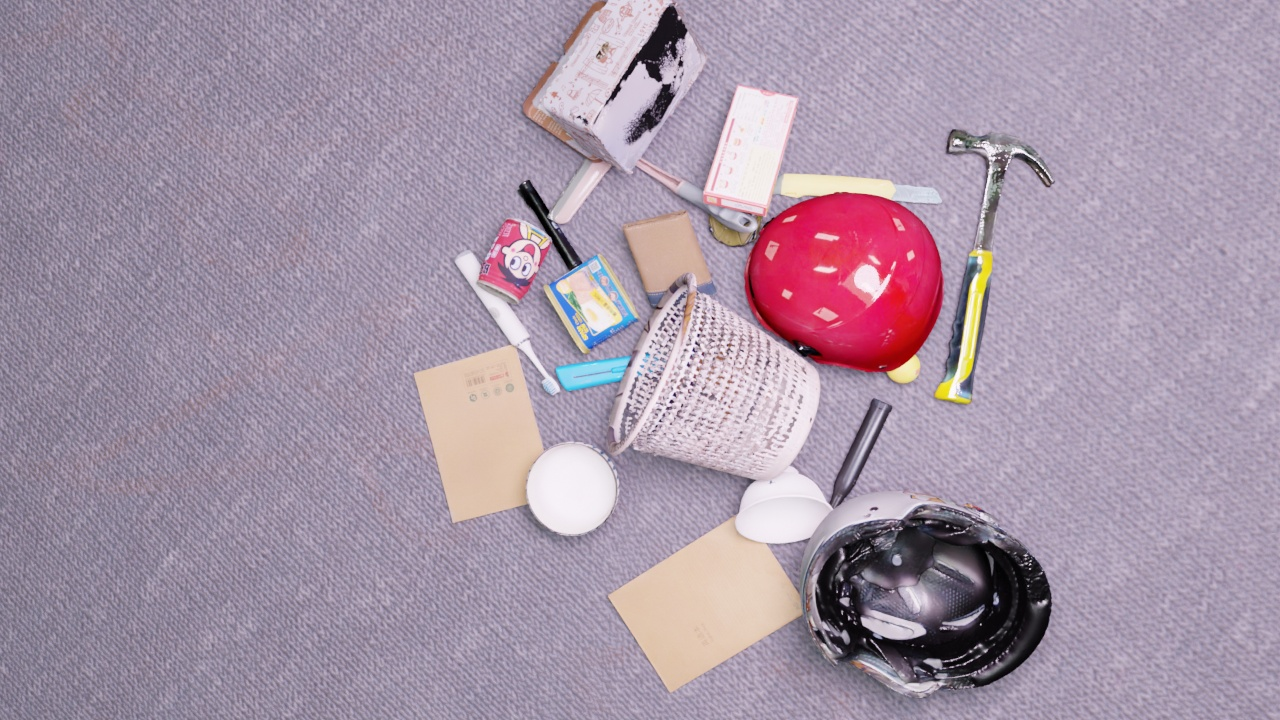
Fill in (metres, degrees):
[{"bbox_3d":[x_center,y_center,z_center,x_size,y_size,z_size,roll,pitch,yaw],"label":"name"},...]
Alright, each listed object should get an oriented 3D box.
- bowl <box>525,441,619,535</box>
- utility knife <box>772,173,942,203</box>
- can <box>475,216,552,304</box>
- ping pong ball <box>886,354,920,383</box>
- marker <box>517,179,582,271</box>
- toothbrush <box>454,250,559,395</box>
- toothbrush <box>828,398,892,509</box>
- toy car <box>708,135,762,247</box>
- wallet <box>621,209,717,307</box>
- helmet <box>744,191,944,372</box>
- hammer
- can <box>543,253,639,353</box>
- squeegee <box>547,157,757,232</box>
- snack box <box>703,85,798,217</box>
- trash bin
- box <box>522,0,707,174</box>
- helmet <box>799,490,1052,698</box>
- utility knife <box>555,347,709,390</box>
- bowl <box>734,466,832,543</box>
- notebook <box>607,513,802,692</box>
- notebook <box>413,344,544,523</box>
[{"bbox_3d":[-0.081,0.159,1.162,0.116,0.066,0.116,0,91,8],"label":"bowl"},{"bbox_3d":[0.263,-0.210,1.125,0.207,0.021,0.031,7,95,16],"label":"utility knife"},{"bbox_3d":[-0.161,-0.125,1.162,0.066,0.066,0.093,24,82,8],"label":"can"},{"bbox_3d":[0.317,0.007,1.108,0.040,0.040,0.040,0,91,9],"label":"ping pong ball"},{"bbox_3d":[-0.118,-0.174,1.187,0.022,0.020,0.132,-34,85,22],"label":"marker"},{"bbox_3d":[-0.171,-0.048,1.194,0.221,0.026,0.027,55,140,4],"label":"toothbrush"},{"bbox_3d":[0.254,0.148,1.128,0.027,0.026,0.213,25,95,20],"label":"toothbrush"},{"bbox_3d":[0.126,-0.220,1.137,0.070,0.042,0.158,8,95,9],"label":"toy car"},{"bbox_3d":[0.035,-0.122,1.123,0.090,0.033,0.115,-8,121,28],"label":"wallet"},{"bbox_3d":[0.231,-0.105,1.059,0.240,0.144,0.206,15,82,15],"label":"helmet"},{"bbox_3d":[0.407,-0.108,1.096,0.126,0.032,0.323,10,92,10],"label":"hammer"},{"bbox_3d":[-0.060,-0.072,1.161,0.083,0.057,0.102,-31,86,6],"label":"can"},{"bbox_3d":[0.047,-0.217,1.137,0.249,0.040,0.247,35,92,24],"label":"squeegee"},{"bbox_3d":[0.132,-0.250,1.090,0.077,0.027,0.155,15,72,9],"label":"snack box"},{"bbox_3d":[0.091,0.038,1.067,0.192,0.227,0.227,23,94,-11],"label":"trash bin"},{"bbox_3d":[-0.052,-0.353,1.101,0.193,0.157,0.183,34,89,25],"label":"box"},{"bbox_3d":[0.306,0.248,1.055,0.274,0.156,0.230,12,106,-9],"label":"helmet"},{"bbox_3d":[-0.007,0.007,1.173,0.204,0.018,0.034,-10,88,8],"label":"utility knife"},{"bbox_3d":[0.171,0.167,1.115,0.118,0.118,0.064,-8,52,9],"label":"bowl"},{"bbox_3d":[0.085,0.307,1.166,0.212,0.012,0.149,-33,87,8],"label":"notebook"},{"bbox_3d":[-0.207,0.097,1.211,0.148,0.008,0.207,-16,88,10],"label":"notebook"}]
